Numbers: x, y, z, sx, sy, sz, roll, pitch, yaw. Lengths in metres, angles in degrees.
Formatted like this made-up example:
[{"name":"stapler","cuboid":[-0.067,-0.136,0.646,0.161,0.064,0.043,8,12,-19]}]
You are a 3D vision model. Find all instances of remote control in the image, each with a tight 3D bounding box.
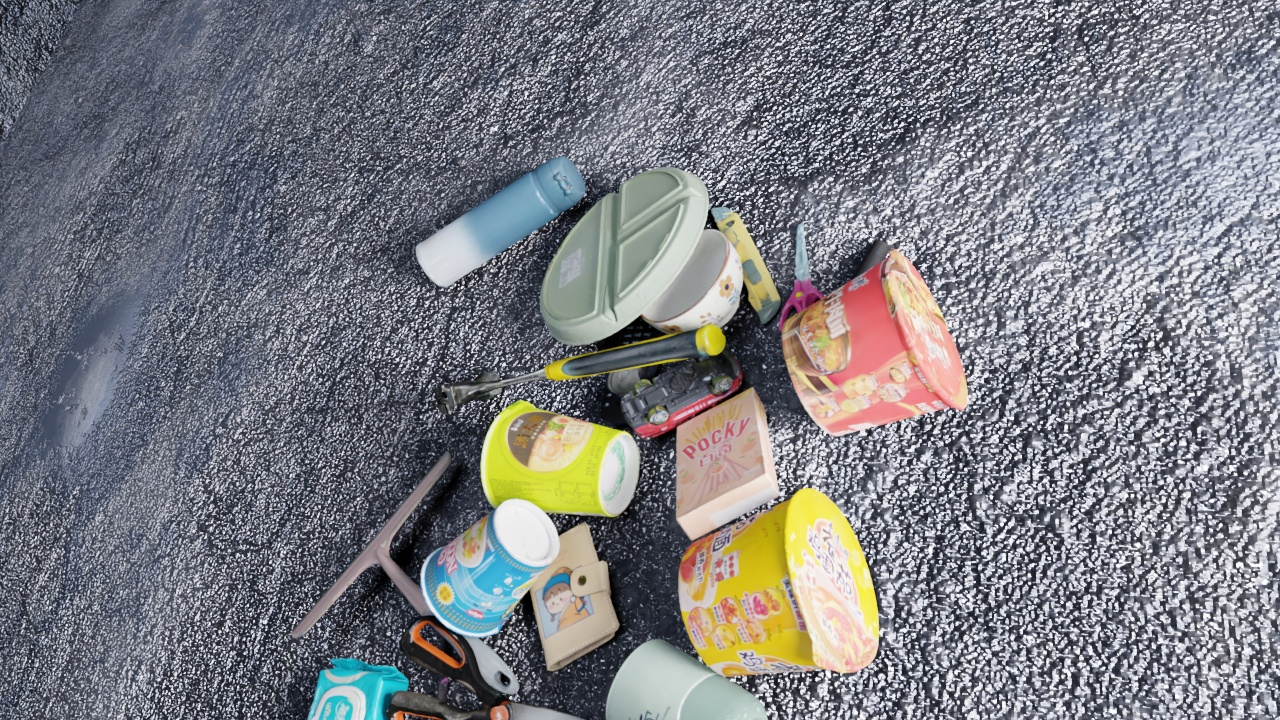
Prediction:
[{"name":"remote control","cuboid":[-0.006,0.005,0.938,0.053,0.024,0.136,2,67,31]}]

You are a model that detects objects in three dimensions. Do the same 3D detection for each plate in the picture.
[{"name":"plate","cuboid":[-0.025,-0.117,0.975,0.231,0.027,0.229,-32,36,26]}]

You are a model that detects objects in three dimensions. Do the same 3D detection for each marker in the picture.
[{"name":"marker","cuboid":[0.192,-0.054,0.850,0.022,0.020,0.132,19,74,53]}]

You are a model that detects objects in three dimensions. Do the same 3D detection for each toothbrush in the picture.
[{"name":"toothbrush","cuboid":[-0.189,0.315,0.887,0.018,0.014,0.188,-15,58,24]}]

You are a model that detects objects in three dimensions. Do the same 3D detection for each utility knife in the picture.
[{"name":"utility knife","cuboid":[0.107,-0.103,0.938,0.031,0.018,0.166,-27,48,9]}]

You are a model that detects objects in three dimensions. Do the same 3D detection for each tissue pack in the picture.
[{"name":"tissue pack","cuboid":[-0.283,0.361,0.897,0.093,0.050,0.133,-8,60,30]}]

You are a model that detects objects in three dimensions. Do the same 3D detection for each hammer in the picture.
[{"name":"hammer","cuboid":[-0.071,0.010,0.908,0.324,0.125,0.032,-12,94,29]}]

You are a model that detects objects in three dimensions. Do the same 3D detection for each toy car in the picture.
[{"name":"toy car","cuboid":[0.041,0.032,0.879,0.120,0.045,0.053,-28,46,2]}]

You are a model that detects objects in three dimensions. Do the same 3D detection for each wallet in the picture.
[{"name":"wallet","cuboid":[-0.064,0.218,0.858,0.087,0.024,0.115,-34,50,18]}]

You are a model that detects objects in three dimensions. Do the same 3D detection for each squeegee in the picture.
[{"name":"squeegee","cuboid":[-0.207,0.242,0.903,0.250,0.040,0.247,34,79,31]}]

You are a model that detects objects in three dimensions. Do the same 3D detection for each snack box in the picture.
[{"name":"snack box","cuboid":[0.072,0.085,0.793,0.084,0.026,0.157,-30,20,15]}]

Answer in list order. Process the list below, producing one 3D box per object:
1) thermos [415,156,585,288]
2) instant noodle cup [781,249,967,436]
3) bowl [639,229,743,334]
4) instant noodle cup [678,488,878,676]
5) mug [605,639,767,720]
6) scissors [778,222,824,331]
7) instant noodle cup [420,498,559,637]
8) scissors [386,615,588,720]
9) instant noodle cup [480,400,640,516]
[{"name":"thermos","cuboid":[-0.168,-0.169,1.117,0.221,0.070,0.070,-30,52,14]},{"name":"instant noodle cup","cuboid":[0.190,-0.004,0.757,0.109,0.138,0.137,-26,53,29]},{"name":"bowl","cuboid":[0.058,-0.067,0.906,0.114,0.062,0.113,-30,37,26]},{"name":"instant noodle cup","cuboid":[0.102,0.178,0.707,0.110,0.138,0.137,-24,53,29]},{"name":"mug","cuboid":[0.036,0.293,0.720,0.106,0.082,0.112,20,106,37]},{"name":"scissors","cuboid":[0.157,-0.082,0.890,0.057,0.017,0.133,-23,48,38]},{"name":"instant noodle cup","cuboid":[-0.133,0.186,0.850,0.110,0.099,0.099,-46,47,28]},{"name":"scissors","cuboid":[-0.139,0.302,0.829,0.230,0.021,0.189,-22,74,21]},{"name":"instant noodle cup","cuboid":[-0.070,0.100,0.880,0.124,0.112,0.111,6,67,26]}]
